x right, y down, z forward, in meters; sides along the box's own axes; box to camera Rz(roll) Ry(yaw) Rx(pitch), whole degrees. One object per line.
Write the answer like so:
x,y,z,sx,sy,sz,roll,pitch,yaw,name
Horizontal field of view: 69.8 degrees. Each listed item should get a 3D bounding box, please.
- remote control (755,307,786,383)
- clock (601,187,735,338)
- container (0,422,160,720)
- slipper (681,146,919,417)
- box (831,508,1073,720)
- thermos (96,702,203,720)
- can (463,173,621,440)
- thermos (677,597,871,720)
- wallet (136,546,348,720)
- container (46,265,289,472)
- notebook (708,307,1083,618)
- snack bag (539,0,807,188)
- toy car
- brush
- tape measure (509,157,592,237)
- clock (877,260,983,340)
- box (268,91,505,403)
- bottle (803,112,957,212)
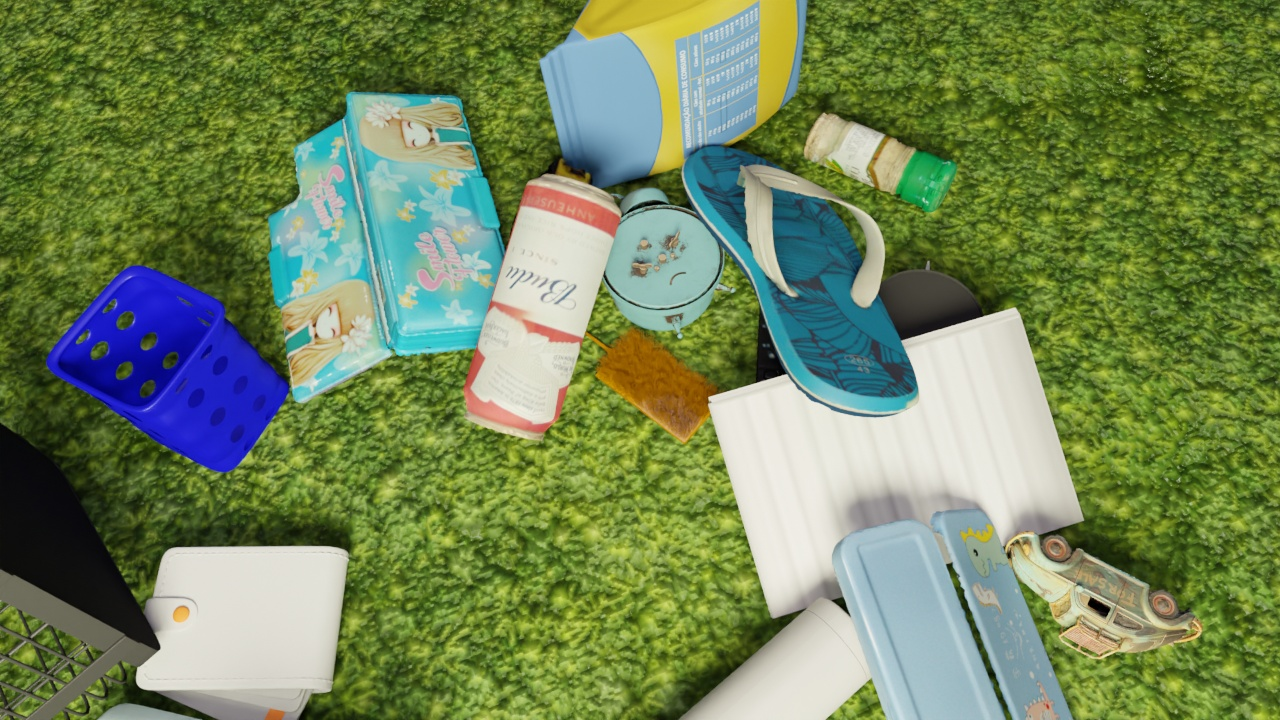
0.104,0.004,0.640,0.047,0.022,0.150,4,62,6,remote control
0.004,-0.074,0.666,0.090,0.053,0.124,-40,68,-17,clock
-0.407,0.118,0.511,0.130,0.163,0.241,-42,55,-16,container
0.110,-0.078,0.606,0.118,0.060,0.294,8,38,-20,slipper
0.191,0.184,0.507,0.127,0.034,0.209,-5,66,-25,box
-0.208,0.246,0.512,0.207,0.065,0.078,10,98,8,thermos
-0.067,-0.035,0.613,0.067,0.067,0.170,18,91,11,can
0.037,0.224,0.516,0.224,0.052,0.052,-36,67,-14,thermos
-0.247,0.175,0.567,0.118,0.038,0.115,0,64,-1,wallet
-0.303,0.010,0.607,0.084,0.114,0.085,24,67,14,container
0.162,0.063,0.582,0.209,0.009,0.142,-16,88,-5,notebook
0.019,-0.220,0.678,0.205,0.159,0.102,-39,66,-14,snack bag
0.267,0.146,0.543,0.112,0.047,0.047,29,63,16,toy car
-0.004,0.004,0.647,0.126,0.017,0.048,37,71,19,brush
-0.072,-0.107,0.679,0.038,0.067,0.062,26,62,-25,tape measure
0.183,-0.010,0.629,0.120,0.043,0.091,-40,68,-15,clock
-0.196,-0.098,0.685,0.182,0.072,0.226,-16,64,-6,box
0.182,-0.152,0.700,0.111,0.043,0.043,28,68,16,bottle
